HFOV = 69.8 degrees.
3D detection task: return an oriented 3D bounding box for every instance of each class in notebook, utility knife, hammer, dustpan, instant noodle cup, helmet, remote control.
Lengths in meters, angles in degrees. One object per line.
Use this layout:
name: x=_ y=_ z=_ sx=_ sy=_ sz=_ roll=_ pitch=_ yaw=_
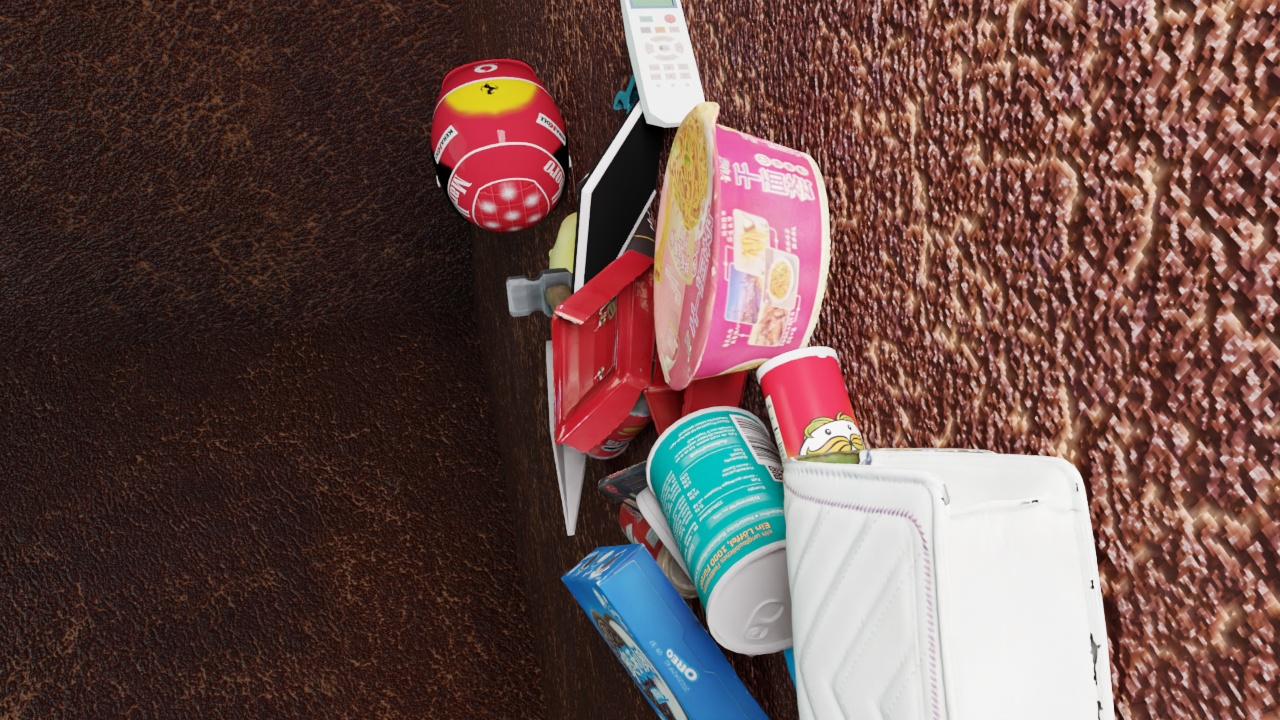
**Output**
notebook: x=-0.016 y=-0.149 z=0.813 sx=0.149 sy=0.016 sz=0.206 roll=99 pitch=-168 yaw=-49
utility knife: x=0.120 y=0.236 z=0.676 sx=0.031 sy=0.015 sz=0.224 roll=110 pitch=147 yaw=-59
hammer: x=-0.080 y=-0.056 z=0.970 sx=0.323 sy=0.117 sz=0.051 roll=-127 pitch=31 yaw=-76
dustpan: x=-0.093 y=0.080 z=1.282 sx=0.257 sy=0.053 sz=0.192 roll=-101 pitch=5 yaw=-51
instant noodle cup: x=0.063 y=-0.068 z=0.595 sx=0.179 sy=0.077 sz=0.178 roll=-178 pitch=91 yaw=-80
helmet: x=-0.203 y=-0.298 z=1.349 sx=0.271 sy=0.197 sz=0.224 roll=94 pitch=165 yaw=-66
remote control: x=0.017 y=-0.260 z=0.779 sx=0.024 sy=0.049 sz=0.143 roll=119 pitch=142 yaw=-67
remote control: x=0.053 y=0.160 z=0.723 sx=0.151 sy=0.019 sz=0.074 roll=52 pitch=-170 yaw=16

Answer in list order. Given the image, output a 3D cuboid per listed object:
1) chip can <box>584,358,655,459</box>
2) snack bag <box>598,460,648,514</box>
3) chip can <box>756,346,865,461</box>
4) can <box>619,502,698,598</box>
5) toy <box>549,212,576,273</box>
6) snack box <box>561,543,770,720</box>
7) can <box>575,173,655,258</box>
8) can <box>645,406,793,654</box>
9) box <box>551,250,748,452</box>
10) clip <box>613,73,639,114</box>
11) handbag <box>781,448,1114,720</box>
chip can: x=-0.023 y=0.057 z=1.051 sx=0.233 sy=0.073 sz=0.073 roll=128 pitch=134 yaw=-70
snack bag: x=0.027 y=0.110 z=0.789 sx=0.156 sy=0.074 sz=0.018 roll=-31 pitch=32 yaw=55
chip can: x=0.120 y=0.099 z=0.536 sx=0.052 sy=0.051 sz=0.214 roll=113 pitch=147 yaw=-64
can: x=0.027 y=0.175 z=0.913 sx=0.170 sy=0.067 sz=0.067 roll=-148 pitch=52 yaw=-72
toy: x=-0.073 y=-0.113 z=1.183 sx=0.155 sy=0.064 sz=0.171 roll=25 pitch=121 yaw=52
snack box: x=0.016 y=0.269 z=0.866 sx=0.195 sy=0.056 sz=0.239 roll=54 pitch=163 yaw=3
can: x=-0.023 y=-0.133 z=0.954 sx=0.072 sy=0.072 sz=0.128 roll=113 pitch=147 yaw=-64
can: x=0.071 y=0.114 z=0.638 sx=0.143 sy=0.099 sz=0.099 roll=-116 pitch=24 yaw=-54
box: x=0.027 y=0.006 z=0.792 sx=0.146 sy=0.156 sz=0.158 roll=-51 pitch=-27 yaw=-43
clip: x=-0.006 y=-0.269 z=0.926 sx=0.130 sy=0.031 sz=0.121 roll=105 pitch=159 yaw=-57
handbag: x=0.128 y=0.140 z=0.412 sx=0.142 sy=0.096 sz=0.198 roll=174 pitch=92 yaw=-67
